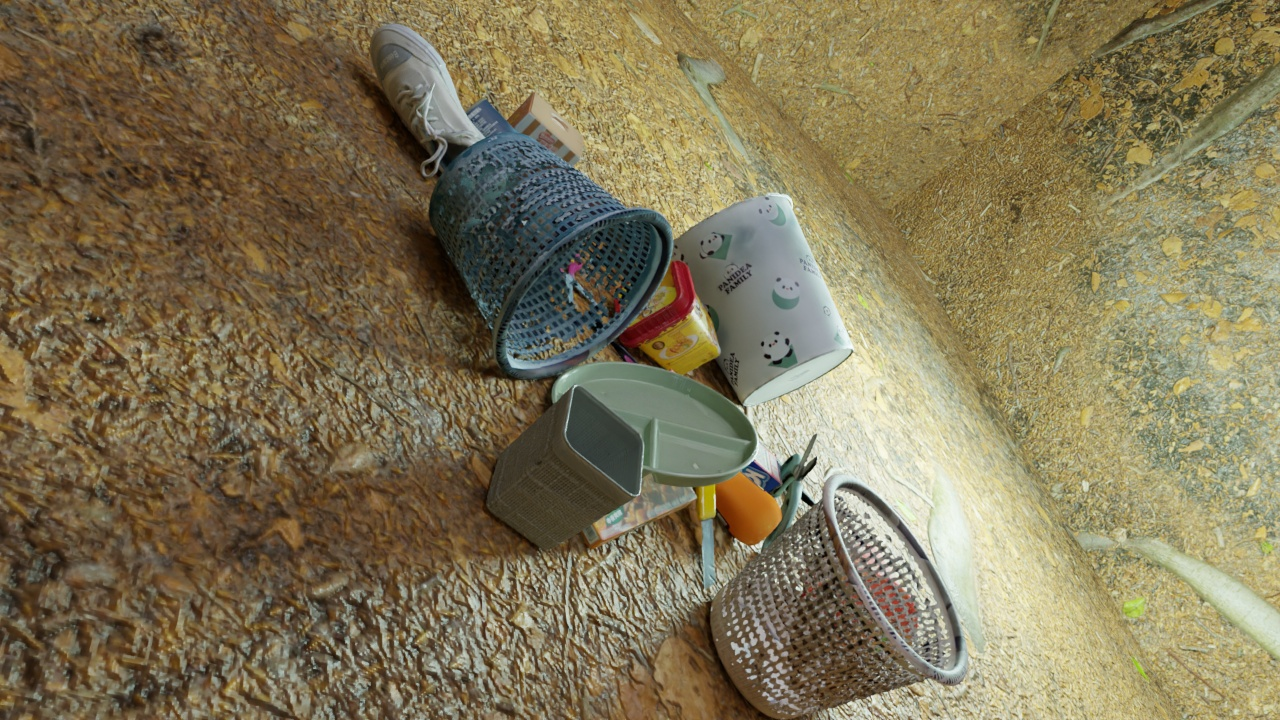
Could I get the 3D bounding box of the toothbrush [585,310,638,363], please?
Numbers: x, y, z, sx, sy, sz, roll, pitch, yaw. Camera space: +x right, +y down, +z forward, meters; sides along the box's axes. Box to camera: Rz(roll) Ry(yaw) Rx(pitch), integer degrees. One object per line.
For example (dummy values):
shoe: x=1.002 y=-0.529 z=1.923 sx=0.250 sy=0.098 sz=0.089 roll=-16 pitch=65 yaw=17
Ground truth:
toothbrush: x=-0.007 y=0.007 z=1.172 sx=0.189 sy=0.014 sz=0.017 roll=48 pitch=13 yaw=-8

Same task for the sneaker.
sneaker: x=-0.247 y=-0.279 z=1.077 sx=0.242 sy=0.090 sz=0.090 roll=54 pitch=29 yaw=-10

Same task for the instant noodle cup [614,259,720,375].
instant noodle cup: x=0.041 y=-0.050 z=1.226 sx=0.123 sy=0.116 sz=0.116 roll=47 pitch=22 yaw=-38

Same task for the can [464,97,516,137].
can: x=-0.185 y=-0.266 z=1.164 sx=0.111 sy=0.075 sz=0.075 roll=47 pitch=25 yaw=-11

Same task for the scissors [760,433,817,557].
scissors: x=0.184 y=0.177 z=1.176 sx=0.019 sy=0.174 sz=0.170 roll=24 pitch=-15 yaw=0

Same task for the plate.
plate: x=0.014 y=0.067 z=0.990 sx=0.230 sy=0.028 sz=0.229 roll=14 pitch=25 yaw=-7

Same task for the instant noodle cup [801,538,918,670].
instant noodle cup: x=0.254 y=0.285 z=1.104 sx=0.138 sy=0.138 sz=0.108 roll=47 pitch=17 yaw=-10

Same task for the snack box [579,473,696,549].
snack box: x=-0.012 y=0.134 z=0.937 sx=0.153 sy=0.026 sz=0.075 roll=-14 pitch=68 yaw=-48

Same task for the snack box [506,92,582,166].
snack box: x=-0.143 y=-0.288 z=1.243 sx=0.092 sy=0.095 sz=0.076 roll=39 pitch=27 yaw=-25

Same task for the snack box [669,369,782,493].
snack box: x=0.091 y=0.100 z=1.160 sx=0.207 sy=0.057 sz=0.058 roll=39 pitch=25 yaw=-23

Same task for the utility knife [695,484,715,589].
utility knife: x=0.071 y=0.149 z=1.050 sx=0.033 sy=0.015 sz=0.230 roll=22 pitch=54 yaw=-35

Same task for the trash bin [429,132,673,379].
trash bin: x=-0.111 y=-0.125 z=0.971 sx=0.195 sy=0.227 sz=0.226 roll=48 pitch=22 yaw=23

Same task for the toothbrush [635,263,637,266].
toothbrush: x=0.027 y=-0.100 z=1.359 sx=0.026 sy=0.026 sz=0.221 roll=76 pitch=-9 yaw=-62

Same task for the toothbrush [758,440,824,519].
toothbrush: x=0.210 y=0.172 z=1.303 sx=0.212 sy=0.027 sz=0.026 roll=44 pitch=70 yaw=-18

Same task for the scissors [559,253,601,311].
scissors: x=-0.096 y=-0.111 z=1.179 sx=0.136 sy=0.017 sz=0.133 roll=36 pitch=32 yaw=-36

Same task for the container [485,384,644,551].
container: x=-0.069 y=0.100 z=0.817 sx=0.090 sy=0.114 sz=0.090 roll=41 pitch=27 yaw=-21

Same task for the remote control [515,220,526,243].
remote control: x=-0.135 y=-0.184 z=1.201 sx=0.058 sy=0.021 sz=0.149 roll=53 pitch=25 yaw=4

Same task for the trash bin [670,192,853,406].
trash bin: x=0.180 y=-0.082 z=1.382 sx=0.229 sy=0.230 sz=0.251 roll=1 pitch=61 yaw=-59

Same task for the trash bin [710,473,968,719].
trash bin: x=0.188 y=0.260 z=0.940 sx=0.227 sy=0.193 sz=0.227 roll=39 pitch=27 yaw=-25

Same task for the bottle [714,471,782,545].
bottle: x=0.102 y=0.153 z=1.107 sx=0.149 sy=0.067 sz=0.066 roll=46 pitch=24 yaw=7
